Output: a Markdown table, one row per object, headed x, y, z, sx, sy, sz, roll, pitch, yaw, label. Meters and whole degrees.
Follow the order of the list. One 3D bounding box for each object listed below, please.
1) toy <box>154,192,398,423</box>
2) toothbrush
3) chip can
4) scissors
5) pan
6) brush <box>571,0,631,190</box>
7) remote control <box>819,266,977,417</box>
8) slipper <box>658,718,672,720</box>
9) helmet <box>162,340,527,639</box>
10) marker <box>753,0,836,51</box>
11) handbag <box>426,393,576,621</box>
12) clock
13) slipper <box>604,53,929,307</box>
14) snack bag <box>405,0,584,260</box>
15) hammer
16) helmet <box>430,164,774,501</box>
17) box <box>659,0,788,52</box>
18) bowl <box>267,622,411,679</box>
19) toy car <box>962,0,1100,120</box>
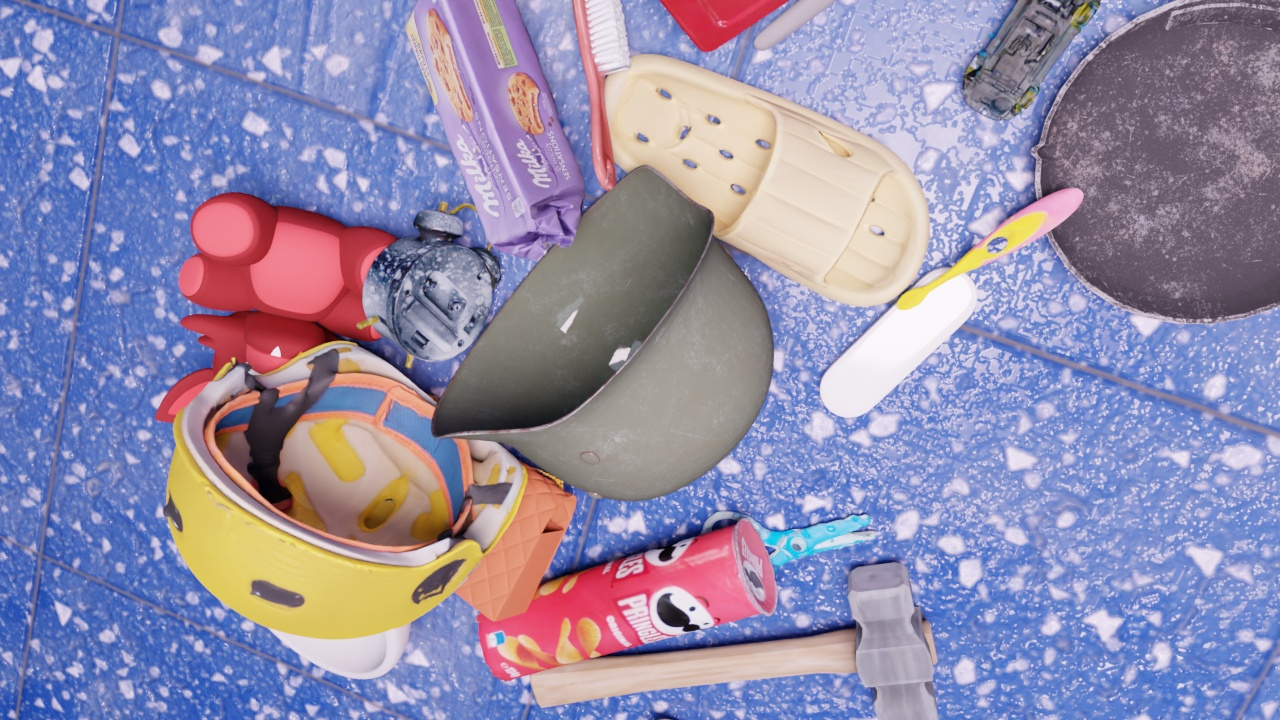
| x | y | z | sx | sy | sz | roll | pitch | yaw | label |
| --- | --- | --- | --- | --- | --- | --- | --- | --- | --- |
| -0.275 | -0.025 | 0.711 | 0.158 | 0.120 | 0.197 | 12 | 108 | -27 | toy |
| 0.230 | -0.072 | 0.612 | 0.136 | 0.016 | 0.021 | -35 | 85 | 26 | toothbrush |
| -0.015 | 0.190 | 0.716 | 0.233 | 0.073 | 0.073 | -21 | 96 | 20 | chip can |
| 0.119 | 0.150 | 0.715 | 0.140 | 0.015 | 0.083 | -10 | 98 | 13 | scissors |
| 0.364 | -0.200 | 0.569 | 0.208 | 0.040 | 0.357 | 8 | 102 | 11 | pan |
| -0.023 | -0.197 | 0.626 | 0.030 | 0.041 | 0.172 | -12 | 73 | 16 | brush |
| 0.185 | -0.012 | 0.662 | 0.043 | 0.013 | 0.137 | 44 | 107 | 1 | remote control |
| 0.031 | 0.330 | 0.741 | 0.197 | 0.093 | 0.081 | -14 | 78 | 14 | slipper |
| -0.207 | 0.104 | 0.605 | 0.209 | 0.239 | 0.140 | 34 | 111 | 11 | helmet |
| 0.137 | -0.254 | 0.622 | 0.139 | 0.016 | 0.022 | -35 | 116 | 18 | marker |
| -0.140 | 0.108 | 0.726 | 0.172 | 0.060 | 0.109 | 30 | 98 | 24 | handbag |
| -0.150 | -0.059 | 0.682 | 0.052 | 0.090 | 0.129 | 23 | 72 | 37 | clock |
| 0.081 | -0.130 | 0.629 | 0.261 | 0.079 | 0.111 | 30 | 103 | 6 | slipper |
| -0.099 | -0.173 | 0.652 | 0.058 | 0.096 | 0.205 | -24 | 97 | -27 | snack bag |
| 0.065 | 0.240 | 0.726 | 0.323 | 0.051 | 0.117 | -12 | 104 | 16 | hammer |
| -0.004 | 0.004 | 0.609 | 0.154 | 0.268 | 0.226 | 39 | 71 | -16 | helmet |
| 0.067 | -0.285 | 0.571 | 0.158 | 0.136 | 0.122 | -26 | 94 | 18 | box |
| -0.256 | 0.178 | 0.765 | 0.177 | 0.066 | 0.177 | 15 | 126 | 21 | bowl |
| 0.252 | -0.208 | 0.595 | 0.048 | 0.032 | 0.105 | 31 | 116 | 4 | toy car |
